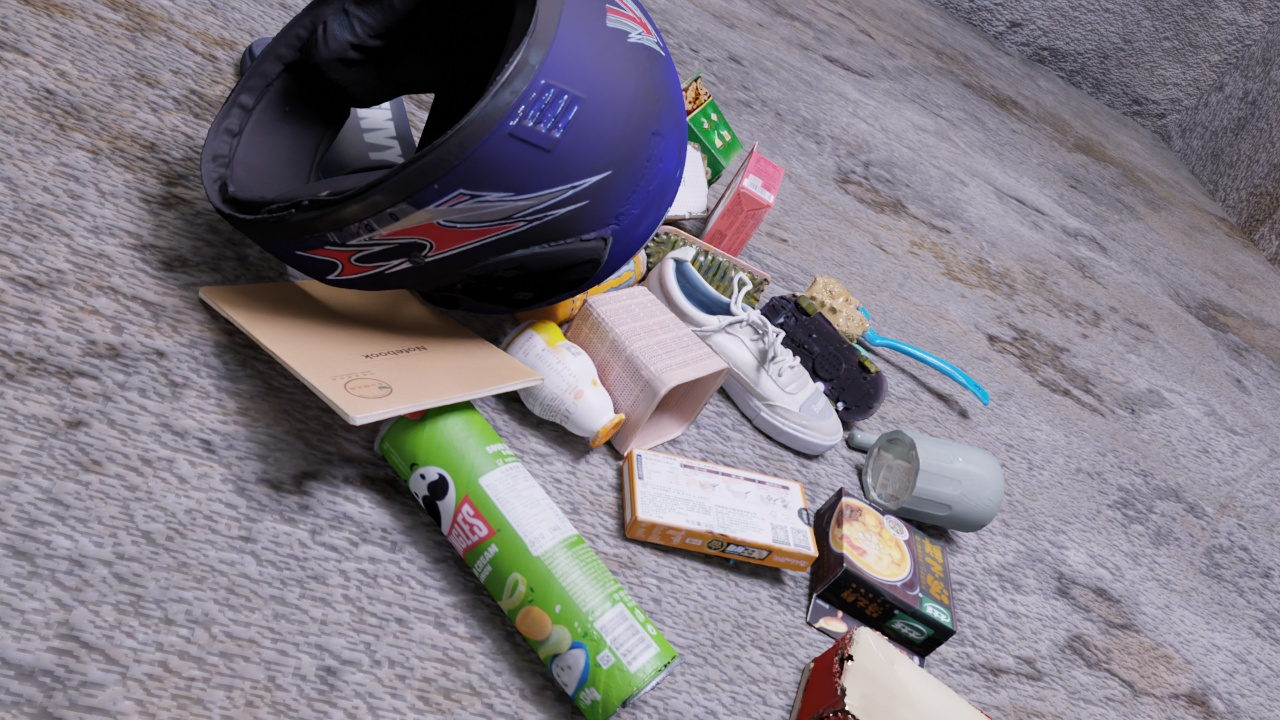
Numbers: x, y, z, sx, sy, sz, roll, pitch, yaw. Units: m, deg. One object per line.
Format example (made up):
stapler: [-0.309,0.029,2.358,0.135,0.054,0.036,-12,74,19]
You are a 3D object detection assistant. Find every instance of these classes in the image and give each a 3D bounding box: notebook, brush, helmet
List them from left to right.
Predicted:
notebook: [-0.187,-0.017,0.633,0.208,0.008,0.147,30,28,36]
helmet: [-0.117,-0.147,0.671,0.240,0.316,0.247,39,36,-55]
brush: [0.057,-0.091,0.942,0.145,0.063,0.073,26,8,-9]
brush: [0.289,-0.021,1.048,0.254,0.046,0.083,30,31,1]

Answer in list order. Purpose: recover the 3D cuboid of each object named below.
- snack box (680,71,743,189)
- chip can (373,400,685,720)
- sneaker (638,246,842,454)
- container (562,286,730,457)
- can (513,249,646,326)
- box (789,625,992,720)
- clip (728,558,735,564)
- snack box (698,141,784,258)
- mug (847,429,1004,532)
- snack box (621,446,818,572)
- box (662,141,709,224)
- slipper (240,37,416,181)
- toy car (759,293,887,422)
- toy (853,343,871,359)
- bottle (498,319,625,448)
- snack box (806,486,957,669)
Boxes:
snack box: [0.052,-0.250,1.078,0.105,0.118,0.117,46,36,-7]
chip can: [-0.074,0.121,0.588,0.236,0.072,0.072,48,38,15]
sneaker: [0.106,-0.015,0.866,0.242,0.091,0.089,39,38,3]
container: [-0.004,0.004,0.761,0.089,0.090,0.111,-18,58,-47]
can: [-0.055,-0.074,0.830,0.058,0.058,0.145,44,37,10]
box: [0.197,0.266,0.639,0.168,0.080,0.091,37,37,0]
clip: [0.076,0.140,0.737,0.043,0.014,0.056,38,39,5]
snack box: [0.108,-0.163,1.011,0.044,0.113,0.126,31,37,-5]
mug: [0.268,0.107,0.884,0.103,0.084,0.124,14,15,-25]
snack box: [0.061,0.117,0.720,0.153,0.026,0.075,14,38,-15]
box: [0.011,-0.182,0.944,0.184,0.059,0.090,-14,99,-61]
slipper: [-0.265,-0.215,0.800,0.110,0.084,0.268,-14,58,-44]
toy car: [0.181,-0.002,0.936,0.158,0.070,0.042,47,3,13]
toy: [0.212,-0.009,0.997,0.091,0.030,0.096,7,40,-37]
bottle: [-0.061,0.020,0.717,0.108,0.063,0.063,44,37,11]
snack box: [0.200,0.183,0.763,0.113,0.053,0.125,30,32,-8]
